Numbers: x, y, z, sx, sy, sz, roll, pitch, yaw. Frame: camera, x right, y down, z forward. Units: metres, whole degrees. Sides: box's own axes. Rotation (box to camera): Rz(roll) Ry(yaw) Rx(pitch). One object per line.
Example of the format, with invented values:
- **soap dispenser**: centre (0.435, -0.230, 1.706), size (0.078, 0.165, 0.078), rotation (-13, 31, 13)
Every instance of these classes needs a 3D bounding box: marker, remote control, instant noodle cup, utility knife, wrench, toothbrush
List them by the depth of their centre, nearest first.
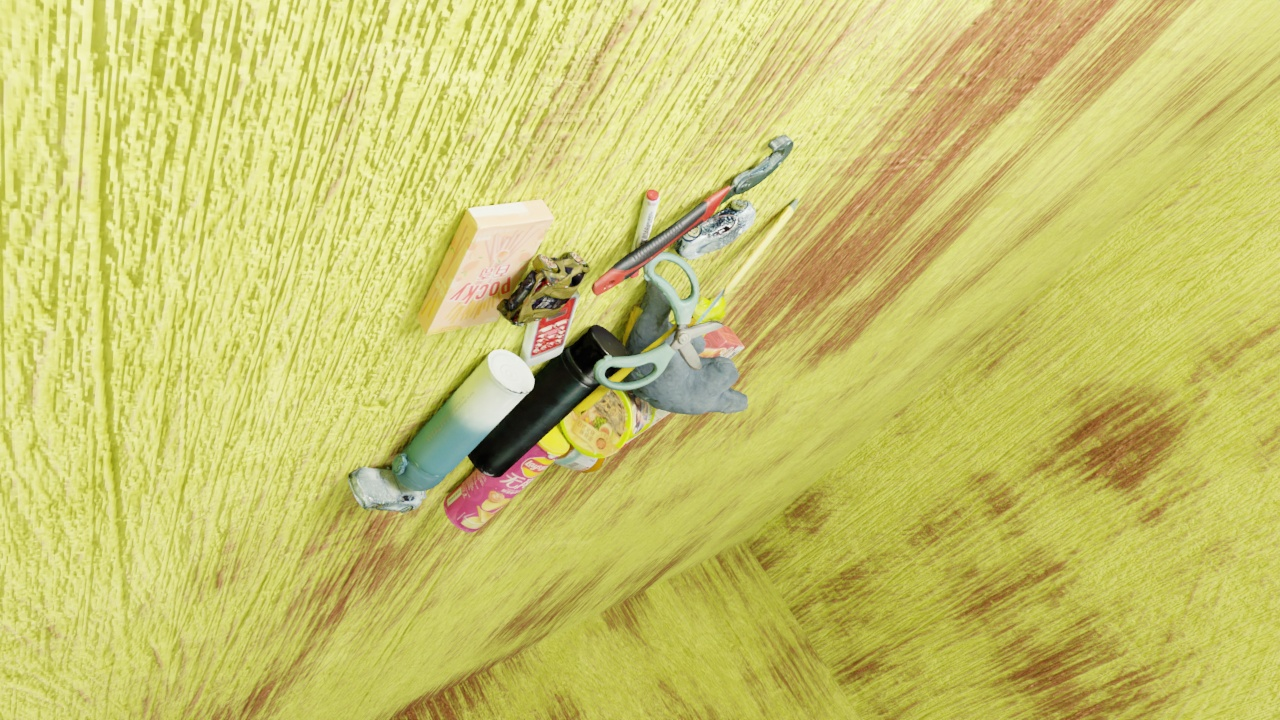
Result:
- **marker**: centre (0.001, -0.135, 0.990), size (0.017, 0.017, 0.145), rotation (-25, 160, -21)
- **wrench**: centre (0.057, -0.155, 0.995), size (0.273, 0.016, 0.056), rotation (-38, 163, -5)
- **remote control**: centre (-0.105, -0.037, 1.053), size (0.055, 0.020, 0.136), rotation (-24, 158, -27)
- **toothbrush**: centre (-0.007, 0.007, 1.131), size (0.190, 0.016, 0.015), rotation (-40, 137, 3)
- **utility knife**: centre (0.135, -0.121, 1.154), size (0.204, 0.021, 0.031), rotation (-55, 164, -3)
- **instant noodle cup**: centre (-0.037, 0.075, 1.311), size (0.112, 0.111, 0.123), rotation (-41, 167, 21)

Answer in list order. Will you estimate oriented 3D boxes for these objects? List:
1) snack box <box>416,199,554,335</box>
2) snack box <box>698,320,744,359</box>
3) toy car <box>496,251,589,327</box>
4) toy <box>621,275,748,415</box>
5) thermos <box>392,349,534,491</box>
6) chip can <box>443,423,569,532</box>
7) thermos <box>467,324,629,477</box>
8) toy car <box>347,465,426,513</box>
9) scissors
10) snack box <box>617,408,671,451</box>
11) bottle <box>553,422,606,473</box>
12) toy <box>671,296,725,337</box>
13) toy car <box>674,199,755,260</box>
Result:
- **snack box**: centre (-0.148, -0.085, 0.861), size (0.084, 0.026, 0.158), rotation (-16, 154, -40)
- **snack box**: centre (0.084, -0.001, 1.385), size (0.127, 0.044, 0.113), rotation (-39, 165, 15)
- **toy car**: centre (-0.090, -0.072, 0.918), size (0.070, 0.042, 0.157), rotation (-48, 176, 19)
- **toy**: centre (0.049, 0.009, 1.246), size (0.138, 0.091, 0.356), rotation (-29, 143, 12)
- **thermos**: centre (-0.215, 0.077, 1.089), size (0.221, 0.070, 0.070), rotation (-44, 158, 28)
- **chip can**: centre (-0.194, 0.162, 1.314), size (0.211, 0.071, 0.071), rotation (-43, 159, 26)
- **thermos**: centre (-0.115, 0.057, 1.178), size (0.243, 0.068, 0.090), rotation (-40, 141, 21)
- **toy car**: centre (-0.315, 0.160, 1.145), size (0.037, 0.054, 0.120), rotation (-35, 160, 14)
- **scissors**: centre (0.011, -0.037, 1.093), size (0.170, 0.019, 0.171), rotation (-29, 122, -6)
- **snack box**: centre (-0.010, 0.083, 1.451), size (0.127, 0.044, 0.113), rotation (-35, 161, 3)
- **bottle**: centre (-0.096, 0.135, 1.407), size (0.068, 0.068, 0.189), rotation (-35, 161, 4)
- **toy**: centre (0.074, -0.050, 1.279), size (0.096, 0.031, 0.100), rotation (-6, 142, -35)
- **toy car**: centre (0.089, -0.149, 1.070), size (0.105, 0.031, 0.049), rotation (-30, 159, -7)
